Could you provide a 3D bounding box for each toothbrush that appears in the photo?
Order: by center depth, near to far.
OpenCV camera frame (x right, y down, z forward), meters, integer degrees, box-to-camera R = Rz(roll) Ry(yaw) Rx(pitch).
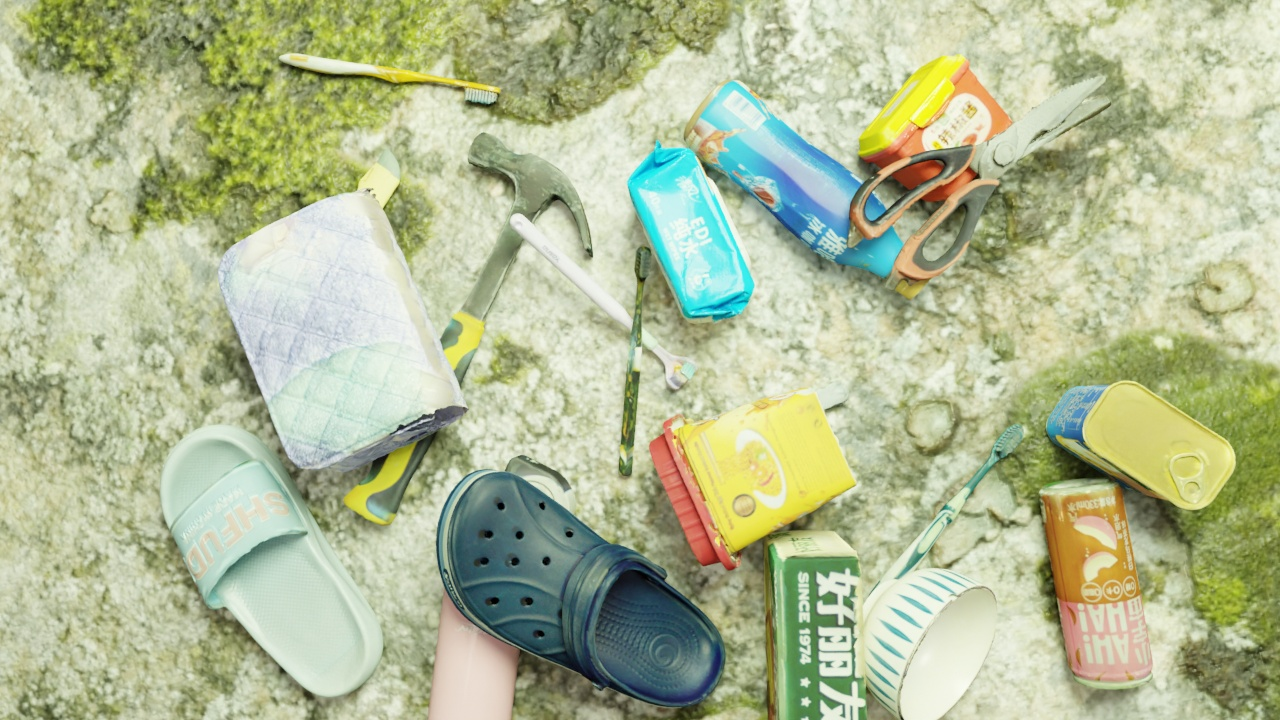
[{"bbox_3d":[-0.004,0.004,0.713,0.012,0.017,0.186,1,106,-14],"label":"toothbrush"},{"bbox_3d":[0.237,0.125,0.717,0.016,0.018,0.191,39,91,4],"label":"toothbrush"},{"bbox_3d":[-0.030,-0.047,0.719,0.189,0.021,0.029,42,101,-10],"label":"toothbrush"},{"bbox_3d":[-0.210,-0.235,0.765,0.191,0.016,0.018,10,97,4],"label":"toothbrush"}]

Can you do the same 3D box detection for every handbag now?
[{"bbox_3d":[-0.228,-0.020,0.706,0.134,0.075,0.194,-25,81,6],"label":"handbag"}]

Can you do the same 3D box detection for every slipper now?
[{"bbox_3d":[-0.038,0.178,0.667,0.253,0.095,0.105,38,67,-14],"label":"slipper"},{"bbox_3d":[-0.302,0.165,0.729,0.104,0.074,0.245,-38,87,3],"label":"slipper"}]

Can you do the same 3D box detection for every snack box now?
[{"bbox_3d":[0.127,0.251,0.673,0.063,0.114,0.240,-1,89,3],"label":"snack box"},{"bbox_3d":[0.226,-0.173,0.702,0.080,0.082,0.091,40,92,-9],"label":"snack box"}]

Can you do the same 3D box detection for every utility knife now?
[{"bbox_3d":[-0.259,-0.089,0.762,0.031,0.021,0.198,35,85,9],"label":"utility knife"}]

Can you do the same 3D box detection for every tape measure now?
[{"bbox_3d":[-0.086,0.116,0.735,0.066,0.033,0.066,28,92,7],"label":"tape measure"}]

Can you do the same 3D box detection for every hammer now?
[{"bbox_3d":[-0.145,-0.015,0.744,0.126,0.032,0.323,27,90,6],"label":"hammer"}]

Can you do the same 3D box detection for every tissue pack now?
[{"bbox_3d":[0.040,-0.093,0.703,0.063,0.090,0.140,-24,87,3],"label":"tissue pack"}]

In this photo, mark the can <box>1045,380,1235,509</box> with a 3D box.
[{"bbox_3d":[0.363,0.060,0.677,0.102,0.083,0.057,34,91,4],"label":"can"}]

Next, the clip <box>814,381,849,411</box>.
[{"bbox_3d":[0.138,0.033,0.727,0.058,0.041,0.026,-18,84,-1],"label":"clip"}]

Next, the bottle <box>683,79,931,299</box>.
[{"bbox_3d":[0.134,-0.128,0.711,0.218,0.065,0.065,40,91,4],"label":"bottle"}]

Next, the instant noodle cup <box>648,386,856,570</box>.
[{"bbox_3d":[0.085,0.078,0.677,0.124,0.116,0.116,-24,86,8],"label":"instant noodle cup"}]

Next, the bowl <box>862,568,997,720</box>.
[{"bbox_3d":[0.204,0.204,0.682,0.066,0.116,0.116,28,90,47],"label":"bowl"}]

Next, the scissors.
[{"bbox_3d":[0.254,-0.131,0.671,0.205,0.015,0.197,5,102,-13],"label":"scissors"}]

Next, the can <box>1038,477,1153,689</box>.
[{"bbox_3d":[0.341,0.164,0.687,0.058,0.058,0.147,-9,87,4],"label":"can"}]

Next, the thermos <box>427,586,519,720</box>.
[{"bbox_3d":[-0.143,0.273,0.716,0.087,0.067,0.198,8,89,-2],"label":"thermos"}]
